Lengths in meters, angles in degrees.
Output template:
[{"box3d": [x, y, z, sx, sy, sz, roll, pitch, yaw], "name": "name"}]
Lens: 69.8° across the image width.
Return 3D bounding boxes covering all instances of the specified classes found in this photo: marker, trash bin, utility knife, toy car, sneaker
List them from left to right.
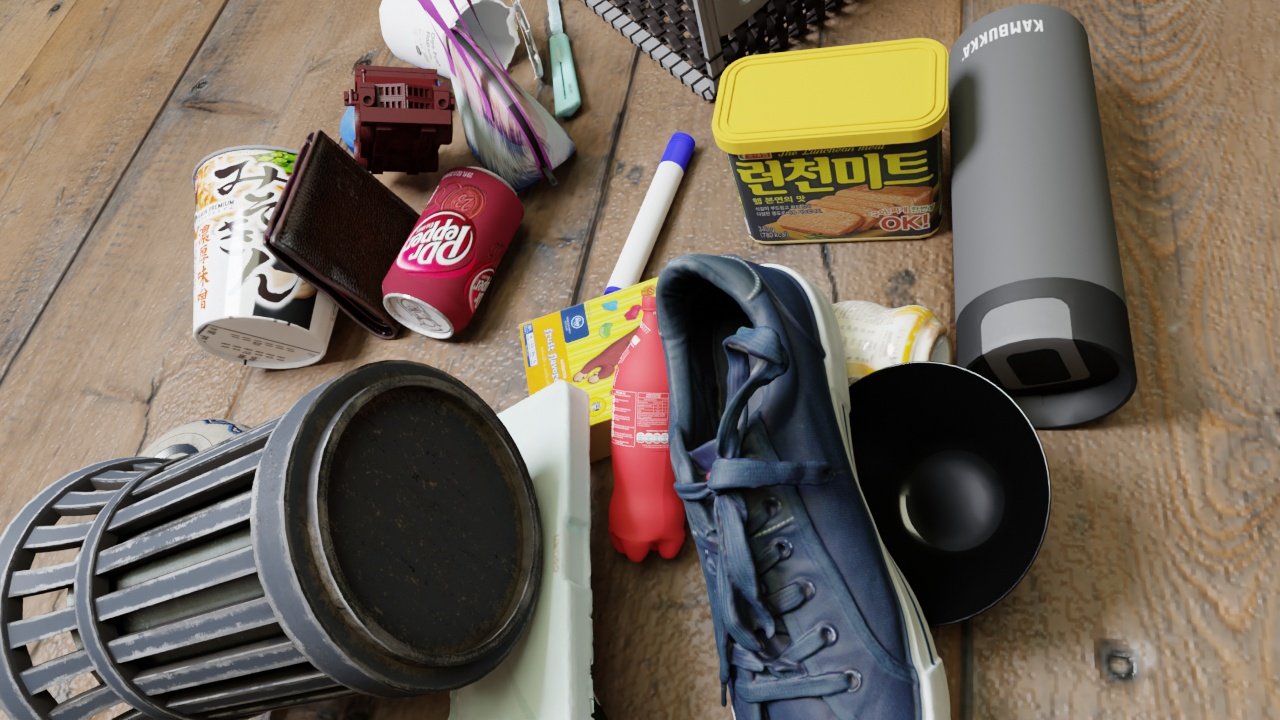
[{"box3d": [-0.173, 0.098, 0.437, 0.228, 0.164, 0.164, -21, 51, 31], "name": "trash bin"}, {"box3d": [-0.172, -0.174, 0.653, 0.070, 0.170, 0.062, -3, 92, -18], "name": "toy car"}, {"box3d": [-0.067, -0.259, 0.770, 0.022, 0.015, 0.168, -17, 51, 9], "name": "utility knife"}, {"box3d": [0.007, -0.100, 0.637, 0.020, 0.020, 0.141, 10, 62, 24], "name": "marker"}, {"box3d": [0.055, 0.079, 0.406, 0.121, 0.127, 0.294, -25, 65, 35], "name": "sneaker"}]

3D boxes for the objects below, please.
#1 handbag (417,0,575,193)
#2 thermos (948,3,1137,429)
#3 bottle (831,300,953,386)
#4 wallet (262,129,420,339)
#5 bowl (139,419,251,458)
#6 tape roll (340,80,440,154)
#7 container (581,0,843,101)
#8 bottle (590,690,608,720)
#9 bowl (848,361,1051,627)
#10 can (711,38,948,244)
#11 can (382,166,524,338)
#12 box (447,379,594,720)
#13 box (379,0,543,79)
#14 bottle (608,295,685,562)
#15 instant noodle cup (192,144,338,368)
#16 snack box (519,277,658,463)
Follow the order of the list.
[{"box3d": [-0.115, -0.209, 0.655, 0.068, 0.170, 0.144, -35, 54, -5], "name": "handbag"}, {"box3d": [0.218, -0.087, 0.515, 0.082, 0.082, 0.239, -1, 58, 18], "name": "thermos"}, {"box3d": [0.114, -0.003, 0.511, 0.109, 0.063, 0.063, 8, 61, 37], "name": "bottle"}, {"box3d": [-0.197, -0.086, 0.636, 0.031, 0.120, 0.099, -9, 55, 29], "name": "wallet"}, {"box3d": [-0.284, 0.088, 0.591, 0.116, 0.059, 0.115, -9, 56, 14], "name": "bowl"}, {"box3d": [-0.209, -0.208, 0.782, 0.093, 0.016, 0.091, 3, 60, 21], "name": "tape roll"}, {"box3d": [0.065, -0.395, 0.670, 0.243, 0.247, 0.245, -34, 54, -8], "name": "container"}, {"box3d": [-0.029, 0.184, 0.463, 0.025, 0.025, 0.106, -33, 54, -4], "name": "bottle"}, {"box3d": [0.144, 0.066, 0.450, 0.124, 0.052, 0.124, -12, 71, 38], "name": "bowl"}, {"box3d": [0.120, -0.129, 0.564, 0.131, 0.101, 0.072, 0, 59, 19], "name": "can"}, {"box3d": [-0.130, -0.076, 0.641, 0.063, 0.063, 0.114, 10, 63, 24], "name": "can"}, {"box3d": [-0.071, 0.119, 0.468, 0.136, 0.043, 0.196, -39, 41, 40], "name": "box"}, {"box3d": [-0.139, -0.272, 0.761, 0.161, 0.081, 0.091, 32, 52, 33], "name": "box"}, {"box3d": [0.005, 0.036, 0.495, 0.042, 0.041, 0.141, 3, 94, 21], "name": "bottle"}, {"box3d": [-0.263, -0.066, 0.655, 0.124, 0.123, 0.121, -8, 66, 14], "name": "instant noodle cup"}, {"box3d": [-0.003, 0.003, 0.560, 0.126, 0.040, 0.088, -18, 54, 7], "name": "snack box"}]
